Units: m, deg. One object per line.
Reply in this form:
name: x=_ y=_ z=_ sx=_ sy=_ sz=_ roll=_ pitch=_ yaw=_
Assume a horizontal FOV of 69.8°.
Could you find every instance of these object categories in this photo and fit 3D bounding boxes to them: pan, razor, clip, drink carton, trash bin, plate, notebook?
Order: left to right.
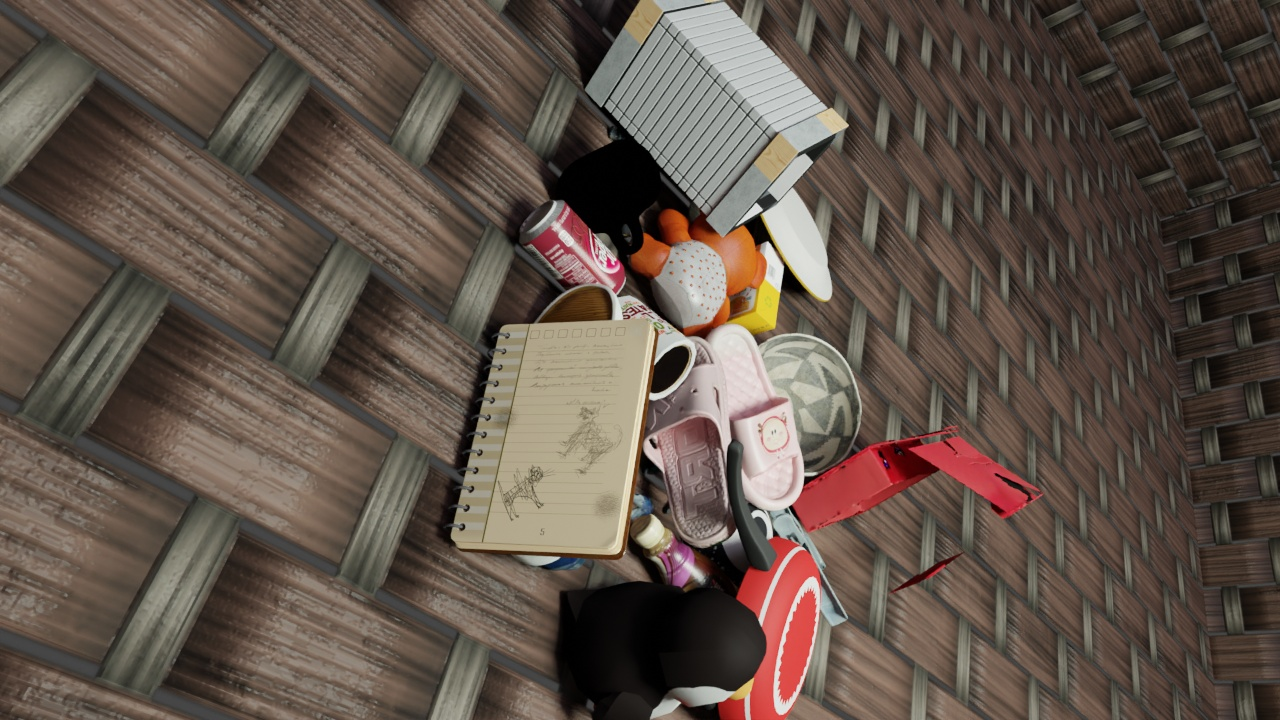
notebook: x=-0.079 y=0.064 z=0.825 sx=0.024 sy=0.168 sz=0.225 roll=60 pitch=34 yaw=-55
razor: x=-0.016 y=-0.213 z=1.096 sx=0.042 sy=0.022 sz=0.144 roll=17 pitch=64 yaw=-42
trash bin: x=0.089 y=-0.301 z=1.090 sx=0.247 sy=0.143 sz=0.142 roll=48 pitch=42 yaw=6
drink carton: x=0.148 y=-0.094 z=1.203 sx=0.040 sy=0.059 sz=0.122 roll=36 pitch=52 yaw=-33
pan: x=0.130 y=0.233 z=0.946 sx=0.208 sy=0.067 sz=0.357 roll=-47 pitch=139 yaw=-47
plate: x=0.219 y=-0.190 z=1.294 sx=0.230 sy=0.021 sz=0.229 roll=43 pitch=32 yaw=-35
clip: x=0.205 y=0.254 z=1.088 sx=0.174 sy=0.030 sz=0.158 roll=53 pitch=10 yaw=-42

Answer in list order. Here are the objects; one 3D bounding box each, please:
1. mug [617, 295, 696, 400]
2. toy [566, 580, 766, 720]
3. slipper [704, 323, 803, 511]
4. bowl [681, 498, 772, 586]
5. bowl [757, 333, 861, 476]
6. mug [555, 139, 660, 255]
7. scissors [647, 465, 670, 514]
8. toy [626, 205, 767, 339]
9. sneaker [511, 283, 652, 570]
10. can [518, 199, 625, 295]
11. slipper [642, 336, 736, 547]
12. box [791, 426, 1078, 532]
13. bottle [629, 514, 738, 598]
mug: x=-0.005 y=-0.001 z=0.974 sx=0.089 sy=0.105 sz=0.073 roll=40 pitch=22 yaw=31
toy: x=0.026 y=0.257 z=0.844 sx=0.140 sy=0.185 sz=0.158 roll=56 pitch=43 yaw=-15
slipper: x=0.134 y=0.062 z=1.054 sx=0.106 sy=0.056 sz=0.221 roll=-15 pitch=84 yaw=-37
bowl: x=0.111 y=0.197 z=1.048 sx=0.120 sy=0.067 sz=0.120 roll=19 pitch=62 yaw=-42
bowl: x=0.185 y=0.059 z=1.158 sx=0.178 sy=0.081 sz=0.178 roll=4 pitch=80 yaw=-22
mug: x=-0.030 y=-0.175 z=1.021 sx=0.094 sy=0.085 sz=0.122 roll=-39 pitch=111 yaw=-46
scissors: x=0.067 y=0.122 z=1.044 sx=0.123 sy=0.019 sz=0.148 roll=31 pitch=71 yaw=-25
toy: x=0.073 y=-0.113 z=1.114 sx=0.172 sy=0.093 sz=0.164 roll=-42 pitch=105 yaw=-33
sneaker: x=-0.056 y=0.068 z=0.907 sx=0.127 sy=0.121 sz=0.294 roll=50 pitch=42 yaw=-56
can: x=-0.071 y=-0.111 z=0.967 sx=0.114 sy=0.063 sz=0.063 roll=46 pitch=47 yaw=-26
slipper: x=0.047 y=0.079 z=0.979 sx=0.064 sy=0.094 sz=0.239 roll=34 pitch=41 yaw=-51
box: x=0.361 y=0.134 z=1.137 sx=0.210 sy=0.319 sz=0.121 roll=2 pitch=79 yaw=-57
bottle: x=0.050 y=0.226 z=0.976 sx=0.166 sy=0.060 sz=0.059 roll=50 pitch=45 yaw=-23
